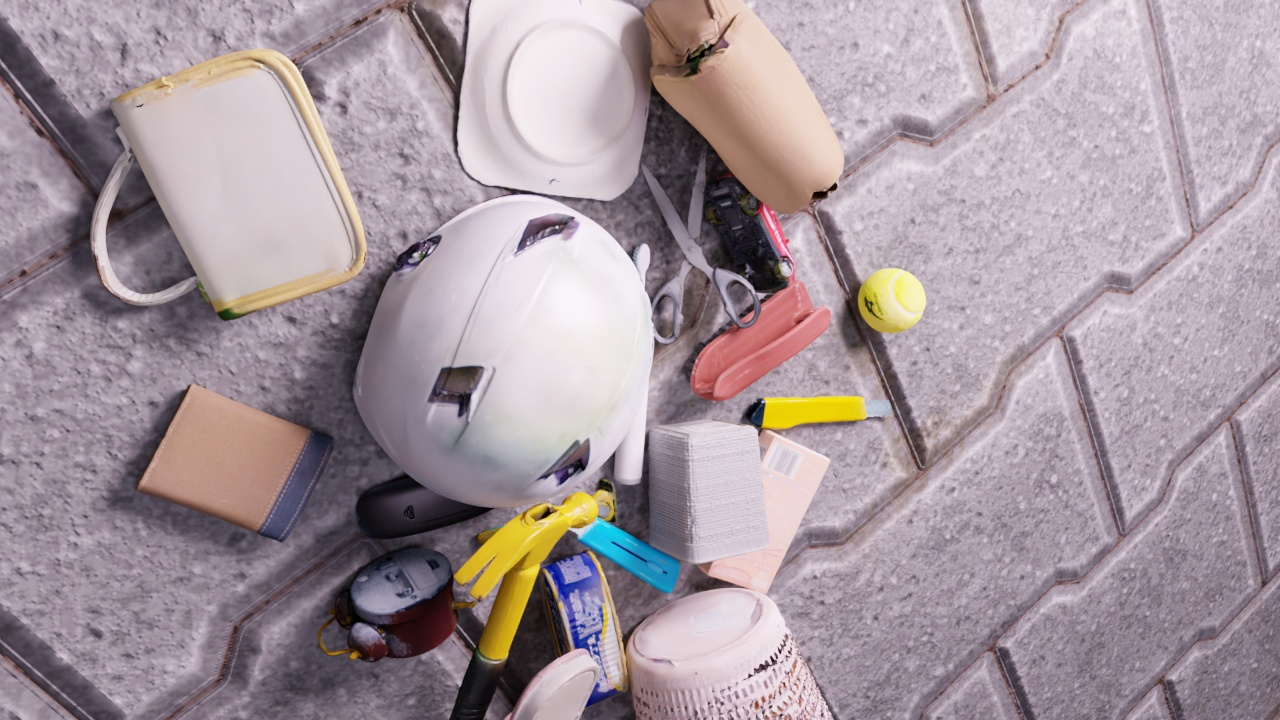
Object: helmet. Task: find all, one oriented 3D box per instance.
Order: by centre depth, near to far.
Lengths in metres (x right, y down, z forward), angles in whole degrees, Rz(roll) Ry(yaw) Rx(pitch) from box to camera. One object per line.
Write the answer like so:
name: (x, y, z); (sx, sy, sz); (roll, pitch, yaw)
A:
helmet: (-0.084, -0.004, 0.706); (0.229, 0.146, 0.258); (39, 80, -27)

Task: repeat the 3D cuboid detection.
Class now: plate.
plate: (-0.060, -0.214, 0.734); (0.164, 0.034, 0.164); (2, 103, -27)

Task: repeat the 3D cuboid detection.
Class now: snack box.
snack box: (0.127, 0.155, 0.939); (0.084, 0.026, 0.157); (26, 91, -31)

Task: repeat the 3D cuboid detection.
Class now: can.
can: (-0.053, 0.248, 0.843); (0.049, 0.075, 0.148); (-17, 112, -20)

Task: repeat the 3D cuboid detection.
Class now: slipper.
slipper: (-0.108, 0.339, 0.810); (0.113, 0.054, 0.275); (-20, 142, -43)

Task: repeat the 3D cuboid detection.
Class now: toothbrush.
toothbrush: (-0.005, 0.005, 0.827); (0.026, 0.026, 0.221); (-4, 106, -28)

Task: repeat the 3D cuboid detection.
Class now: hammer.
hammer: (-0.127, 0.246, 0.778); (0.128, 0.033, 0.301); (-14, 132, -53)

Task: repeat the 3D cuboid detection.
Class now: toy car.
toy car: (0.103, -0.117, 0.835); (0.045, 0.053, 0.120); (-46, 118, -38)

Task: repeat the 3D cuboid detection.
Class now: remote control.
remote control: (-0.169, 0.117, 0.774); (0.136, 0.024, 0.053); (-14, 110, -24)

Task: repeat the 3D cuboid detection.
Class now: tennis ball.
tennis ball: (0.252, -0.060, 0.922); (0.065, 0.065, 0.065); (-8, 107, -26)

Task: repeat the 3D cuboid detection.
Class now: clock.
clock: (-0.202, 0.202, 0.748); (0.121, 0.082, 0.055); (-20, 118, -25)

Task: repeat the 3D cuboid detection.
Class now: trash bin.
trash bin: (0.084, 0.335, 0.874); (0.227, 0.228, 0.192); (-21, 100, -21)

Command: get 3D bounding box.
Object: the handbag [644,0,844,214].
handbag: (0.083, -0.213, 0.750); (0.100, 0.147, 0.204); (-36, 121, 21)

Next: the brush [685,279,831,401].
brush: (0.108, -0.012, 0.857); (0.145, 0.069, 0.063); (-35, 116, -15)

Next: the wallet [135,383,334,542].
wallet: (-0.302, 0.078, 0.690); (0.115, 0.033, 0.090); (28, 88, -30)

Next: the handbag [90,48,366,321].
handbag: (-0.296, -0.112, 0.632); (0.178, 0.063, 0.163); (-21, 113, -5)

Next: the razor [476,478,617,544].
razor: (-0.082, 0.145, 0.828); (0.132, 0.028, 0.043); (-12, 113, -22)

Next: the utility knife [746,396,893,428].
utility knife: (0.189, 0.053, 0.949); (0.192, 0.015, 0.033); (0, 107, -28)

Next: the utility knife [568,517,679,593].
utility knife: (-0.014, 0.179, 0.860); (0.162, 0.018, 0.034); (39, 79, -41)

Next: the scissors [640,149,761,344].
scissors: (0.045, -0.092, 0.817); (0.178, 0.014, 0.159); (37, 101, -9)

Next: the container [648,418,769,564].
container: (0.060, 0.117, 0.852); (0.090, 0.090, 0.114); (-6, 95, -28)
